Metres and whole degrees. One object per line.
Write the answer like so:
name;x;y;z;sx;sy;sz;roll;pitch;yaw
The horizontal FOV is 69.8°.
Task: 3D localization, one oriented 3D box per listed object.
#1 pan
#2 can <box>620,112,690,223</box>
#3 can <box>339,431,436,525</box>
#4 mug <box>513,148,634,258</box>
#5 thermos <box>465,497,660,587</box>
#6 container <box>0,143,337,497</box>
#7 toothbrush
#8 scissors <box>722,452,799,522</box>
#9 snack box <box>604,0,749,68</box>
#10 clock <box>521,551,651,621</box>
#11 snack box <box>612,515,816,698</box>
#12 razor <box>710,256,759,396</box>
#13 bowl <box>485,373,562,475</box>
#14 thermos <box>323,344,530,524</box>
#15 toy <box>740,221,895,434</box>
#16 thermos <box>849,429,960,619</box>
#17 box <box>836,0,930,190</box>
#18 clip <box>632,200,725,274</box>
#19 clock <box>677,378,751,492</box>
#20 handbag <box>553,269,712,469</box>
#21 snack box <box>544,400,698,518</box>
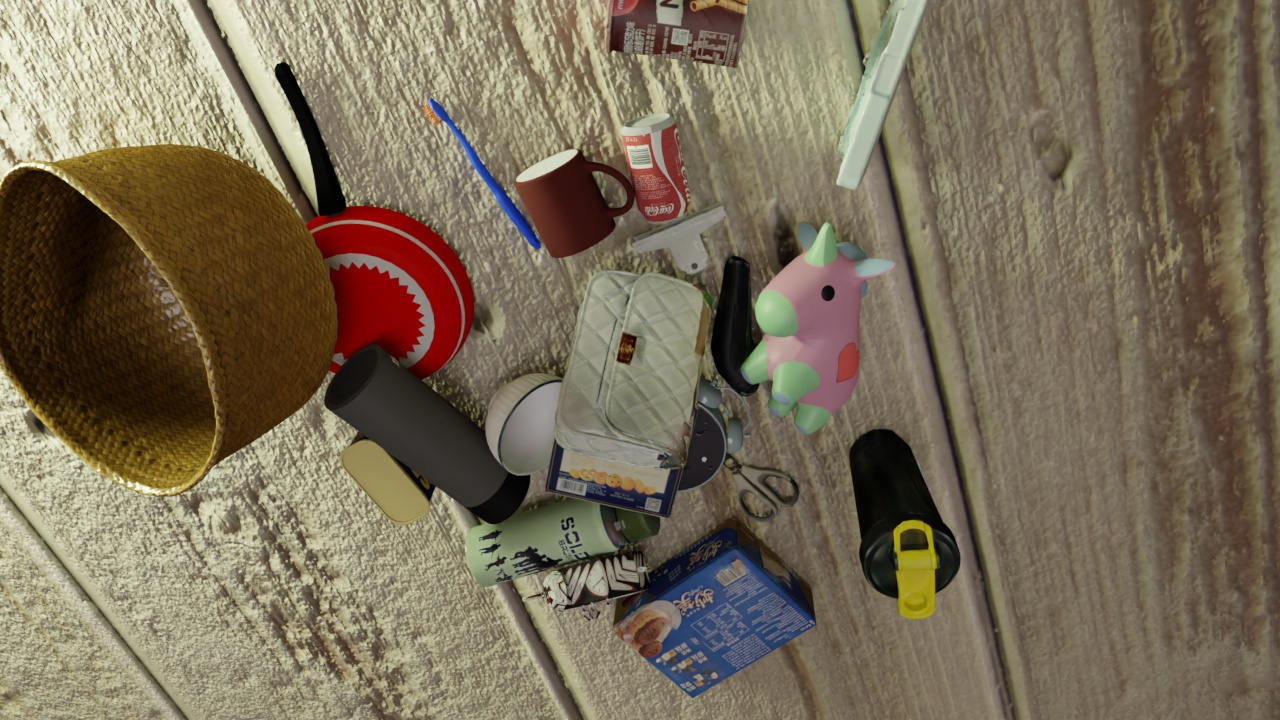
pan;-0.304;-0.124;0.951;0.209;0.067;0.356;-11;121;11
can;0.016;-0.186;0.891;0.054;0.054;0.097;-9;117;9
can;-0.280;0.115;1.055;0.057;0.092;0.116;-27;113;17
mug;-0.059;-0.159;0.898;0.106;0.073;0.082;-17;116;19
thermos;-0.090;0.208;1.103;0.232;0.082;0.082;-19;115;14
container;-0.446;-0.049;0.886;0.307;0.196;0.307;12;117;24
toothbrush;-0.158;-0.184;0.927;0.018;0.016;0.182;-26;113;23
scissors;0.122;0.121;1.074;0.121;0.012;0.171;-15;113;13
snack box;0.032;-0.303;0.816;0.121;0.072;0.072;8;119;0
clock;-0.065;0.278;1.104;0.154;0.115;0.065;-12;75;-8
snack box;0.091;0.311;1.146;0.203;0.069;0.155;-39;109;21
razor;0.108;-0.036;0.972;0.067;0.054;0.151;-3;112;-7
bowl;-0.129;0.062;1.019;0.062;0.117;0.118;31;126;35
thermos;-0.226;0.086;1.008;0.082;0.082;0.240;-30;128;19
toy;0.184;-0.026;0.939;0.171;0.120;0.222;-50;139;-5
thermos;0.269;0.159;0.963;0.098;0.220;0.098;2;119;4
box;0.213;-0.256;0.790;0.041;0.134;0.197;20;119;5
clip;0.047;-0.116;0.935;0.102;0.050;0.058;-21;102;16
clock;0.047;0.081;1.033;0.159;0.045;0.122;-27;108;17
handbag;-0.005;0.005;0.921;0.139;0.194;0.073;11;155;-2
snack box;-0.021;0.089;0.996;0.144;0.042;0.145;13;114;0
